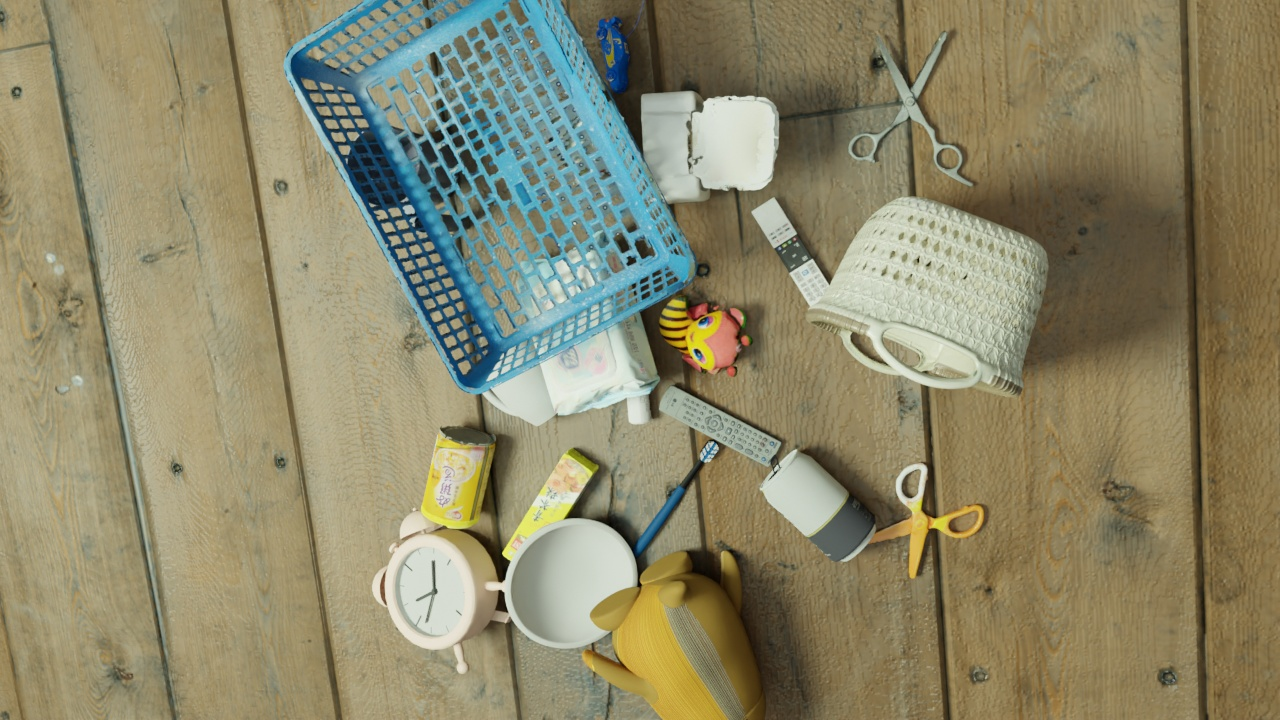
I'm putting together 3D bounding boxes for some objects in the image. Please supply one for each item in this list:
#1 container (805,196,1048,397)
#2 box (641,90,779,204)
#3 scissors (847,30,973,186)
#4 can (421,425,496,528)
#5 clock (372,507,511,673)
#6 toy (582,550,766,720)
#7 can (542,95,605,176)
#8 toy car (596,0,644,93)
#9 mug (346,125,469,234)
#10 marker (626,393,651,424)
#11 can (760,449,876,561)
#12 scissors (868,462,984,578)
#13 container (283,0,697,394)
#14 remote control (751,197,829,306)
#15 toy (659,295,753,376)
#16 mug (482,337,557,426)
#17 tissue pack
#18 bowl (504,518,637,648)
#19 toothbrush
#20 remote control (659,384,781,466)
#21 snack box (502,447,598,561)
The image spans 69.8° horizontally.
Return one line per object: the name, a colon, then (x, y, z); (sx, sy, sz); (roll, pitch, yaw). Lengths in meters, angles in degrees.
container: (0.255, -0.052, 0.825); (0.184, 0.246, 0.143); (23, 94, 5)
box: (0.073, -0.212, 0.897); (0.137, 0.126, 0.108); (-4, 97, 11)
scissors: (0.274, -0.240, 0.902); (0.173, 0.014, 0.142); (46, 109, 2)
can: (-0.207, 0.131, 1.044); (0.068, 0.067, 0.105); (16, 102, 10)
clock: (-0.228, 0.263, 1.073); (0.160, 0.086, 0.131); (32, 103, 16)
toy: (0.054, 0.324, 0.985); (0.198, 0.163, 0.203); (-31, 94, -24)
can: (-0.062, -0.228, 0.945); (0.043, 0.086, 0.086); (-32, 90, 15)
toy car: (-0.009, -0.328, 0.942); (0.062, 0.033, 0.092); (-11, 96, 21)
mug: (-0.240, -0.189, 0.983); (0.084, 0.103, 0.124); (-37, 89, 15)
marker: (-0.006, 0.006, 1.000); (0.025, 0.025, 0.126); (-4, 98, 14)
can: (0.181, 0.148, 0.957); (0.127, 0.064, 0.064); (43, 105, 4)
scissors: (0.292, 0.164, 0.961); (0.125, 0.011, 0.127); (-23, 91, 14)
container: (-0.133, -0.182, 0.869); (0.257, 0.089, 0.362); (-27, 95, 10)
remote control: (0.160, -0.109, 0.949); (0.028, 0.011, 0.124); (-32, 90, 16)
toy: (0.068, -0.026, 0.967); (0.103, 0.046, 0.084); (30, 126, 17)
mug: (-0.136, 0.030, 1.020); (0.107, 0.071, 0.089); (-29, 101, 43)
tissue pack: (-0.059, -0.038, 0.966); (0.112, 0.069, 0.182); (-19, 87, 30)
bowl: (-0.080, 0.244, 1.030); (0.149, 0.043, 0.149); (-2, 99, -16)
toothbrush: (0.037, 0.156, 1.019); (0.014, 0.014, 0.168); (33, 104, -5)
remote control: (0.085, 0.070, 0.994); (0.136, 0.013, 0.033); (28, 103, 8)
snack box: (-0.103, 0.171, 1.046); (0.040, 0.028, 0.148); (34, 104, 6)
